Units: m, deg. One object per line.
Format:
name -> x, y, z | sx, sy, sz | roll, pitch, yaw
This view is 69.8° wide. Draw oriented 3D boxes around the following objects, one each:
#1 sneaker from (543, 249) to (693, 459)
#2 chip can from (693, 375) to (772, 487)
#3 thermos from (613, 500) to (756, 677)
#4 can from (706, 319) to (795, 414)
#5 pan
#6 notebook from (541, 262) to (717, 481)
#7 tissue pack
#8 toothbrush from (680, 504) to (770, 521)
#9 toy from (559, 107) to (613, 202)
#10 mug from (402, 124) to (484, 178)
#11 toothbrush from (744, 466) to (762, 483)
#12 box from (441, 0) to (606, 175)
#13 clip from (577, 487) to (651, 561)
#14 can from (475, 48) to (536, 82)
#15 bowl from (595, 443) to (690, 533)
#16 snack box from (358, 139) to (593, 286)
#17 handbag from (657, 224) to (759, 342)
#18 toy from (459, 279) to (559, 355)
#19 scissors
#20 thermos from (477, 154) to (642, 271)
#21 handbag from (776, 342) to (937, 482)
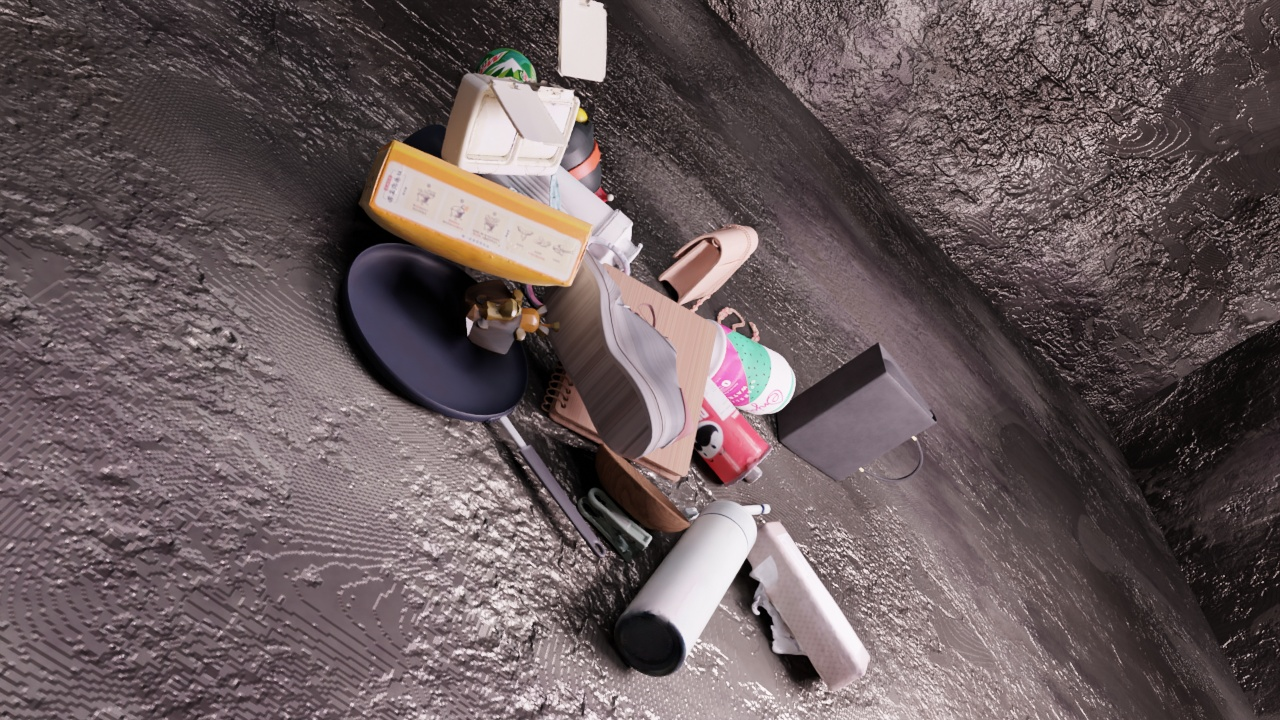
sneaker -> -0.016, -0.011, 0.913 | 0.089, 0.099, 0.236 | 1, 57, -46
chip can -> 0.051, 0.037, 1.072 | 0.233, 0.073, 0.073 | 49, 28, 1
thermos -> 0.049, 0.206, 0.865 | 0.068, 0.068, 0.229 | 50, 27, 1
can -> 0.122, 0.012, 1.188 | 0.165, 0.088, 0.088 | 23, 38, -40
pan -> -0.141, 0.036, 0.843 | 0.356, 0.021, 0.198 | 53, 28, 8
notebook -> -0.006, 0.006, 0.990 | 0.169, 0.022, 0.209 | 28, 51, -17
tissue pack -> 0.167, 0.263, 0.983 | 0.181, 0.071, 0.103 | 60, 14, 15
toothbrush -> 0.099, 0.170, 1.035 | 0.186, 0.017, 0.012 | 8, 52, -52
toy -> -0.094, -0.254, 1.206 | 0.099, 0.098, 0.119 | -86, 152, -53
mug -> -0.212, -0.196, 0.991 | 0.077, 0.071, 0.105 | 52, 1, 5
toothbrush -> 0.080, 0.076, 1.120 | 0.185, 0.022, 0.024 | 48, 60, -3
box -> -0.092, -0.260, 0.910 | 0.101, 0.195, 0.143 | 39, 32, 28
clip -> -0.026, 0.153, 0.863 | 0.076, 0.048, 0.023 | 46, 26, -2
can -> -0.176, -0.341, 1.194 | 0.083, 0.083, 0.143 | 31, 33, -31
bowl -> -0.005, 0.130, 0.888 | 0.118, 0.030, 0.118 | 42, -2, 1
snack box -> -0.163, -0.132, 0.875 | 0.195, 0.080, 0.145 | 20, 3, -22
handbag -> 0.143, -0.104, 1.331 | 0.187, 0.117, 0.198 | 53, 28, 6
toy -> -0.122, -0.039, 0.870 | 0.100, 0.063, 0.076 | 6, 66, -30
scissors -> -0.079, -0.136, 1.052 | 0.158, 0.014, 0.172 | 2, 73, -17
thermos -> -0.100, -0.187, 1.113 | 0.220, 0.100, 0.099 | 42, 28, -6
handbag -> 0.323, 0.103, 1.281 | 0.195, 0.176, 0.072 | 42, 28, -21
